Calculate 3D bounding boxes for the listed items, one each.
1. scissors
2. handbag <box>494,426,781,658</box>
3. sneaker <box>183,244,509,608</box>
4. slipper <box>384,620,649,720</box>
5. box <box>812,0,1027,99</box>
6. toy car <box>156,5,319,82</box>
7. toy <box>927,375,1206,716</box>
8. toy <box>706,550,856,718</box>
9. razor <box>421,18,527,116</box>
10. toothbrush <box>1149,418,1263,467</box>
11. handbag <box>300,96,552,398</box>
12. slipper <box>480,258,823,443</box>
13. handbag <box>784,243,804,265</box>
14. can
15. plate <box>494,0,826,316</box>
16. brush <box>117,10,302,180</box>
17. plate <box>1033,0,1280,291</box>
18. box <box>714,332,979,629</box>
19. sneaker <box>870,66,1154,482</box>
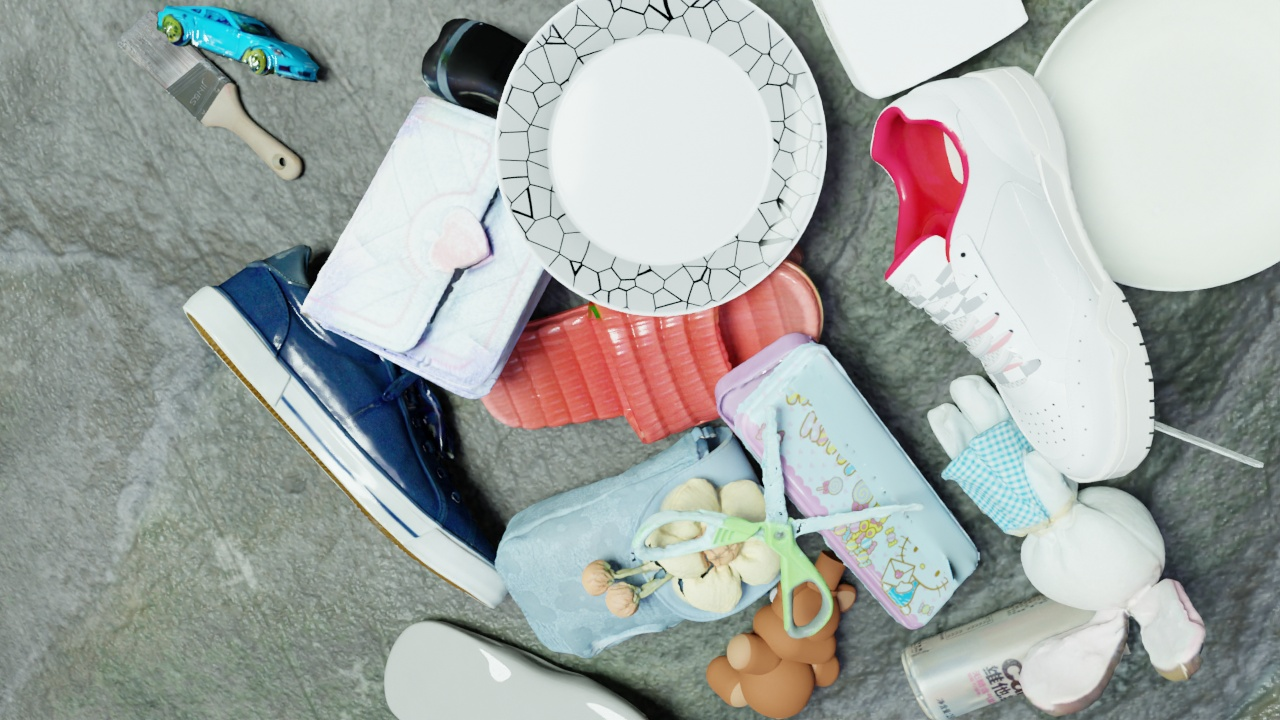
[{"bbox_3d":[0.081,0.101,0.537,0.172,0.021,0.171,-9,115,5],"label":"scissors"},{"bbox_3d":[0.000,0.129,0.610,0.192,0.118,0.122,-22,103,8],"label":"handbag"},{"bbox_3d":[-0.168,0.041,0.642,0.127,0.121,0.294,-41,102,-22],"label":"sneaker"},{"bbox_3d":[-0.071,0.282,0.698,0.266,0.080,0.113,22,88,18],"label":"slipper"},{"bbox_3d":[0.150,-0.221,0.527,0.102,0.091,0.107,-26,108,12],"label":"box"},{"bbox_3d":[-0.260,-0.209,0.598,0.105,0.048,0.032,22,105,5],"label":"toy car"},{"bbox_3d":[0.255,0.099,0.571,0.205,0.105,0.131,60,142,21],"label":"toy"},{"bbox_3d":[0.103,0.190,0.643,0.095,0.065,0.128,19,98,-29],"label":"toy"},{"bbox_3d":[-0.068,-0.160,0.579,0.140,0.064,0.053,30,73,-10],"label":"razor"},{"bbox_3d":[0.261,0.022,0.507,0.010,0.181,0.010,-5,106,-16],"label":"toothbrush"},{"bbox_3d":[-0.119,-0.070,0.567,0.126,0.069,0.158,27,81,-1],"label":"handbag"},{"bbox_3d":[-0.003,0.003,0.593,0.249,0.059,0.103,-15,112,21],"label":"slipper"},{"bbox_3d":[0.051,-0.039,0.604,0.055,0.029,0.120,36,114,-3],"label":"handbag"},{"bbox_3d":[0.249,0.196,0.617,0.136,0.054,0.054,-27,99,17],"label":"can"},{"bbox_3d":[0.011,-0.121,0.532,0.188,0.016,0.189,1,104,3],"label":"plate"},{"bbox_3d":[-0.293,-0.179,0.631,0.151,0.012,0.039,43,108,-4],"label":"brush"},{"bbox_3d":[0.309,-0.132,0.522,0.182,0.034,0.182,3,106,10],"label":"plate"},{"bbox_3d":[0.136,0.078,0.576,0.078,0.065,0.214,-40,114,5],"label":"box"},{"bbox_3d":[0.187,-0.040,0.503,0.104,0.090,0.236,-15,86,-16],"label":"sneaker"}]
